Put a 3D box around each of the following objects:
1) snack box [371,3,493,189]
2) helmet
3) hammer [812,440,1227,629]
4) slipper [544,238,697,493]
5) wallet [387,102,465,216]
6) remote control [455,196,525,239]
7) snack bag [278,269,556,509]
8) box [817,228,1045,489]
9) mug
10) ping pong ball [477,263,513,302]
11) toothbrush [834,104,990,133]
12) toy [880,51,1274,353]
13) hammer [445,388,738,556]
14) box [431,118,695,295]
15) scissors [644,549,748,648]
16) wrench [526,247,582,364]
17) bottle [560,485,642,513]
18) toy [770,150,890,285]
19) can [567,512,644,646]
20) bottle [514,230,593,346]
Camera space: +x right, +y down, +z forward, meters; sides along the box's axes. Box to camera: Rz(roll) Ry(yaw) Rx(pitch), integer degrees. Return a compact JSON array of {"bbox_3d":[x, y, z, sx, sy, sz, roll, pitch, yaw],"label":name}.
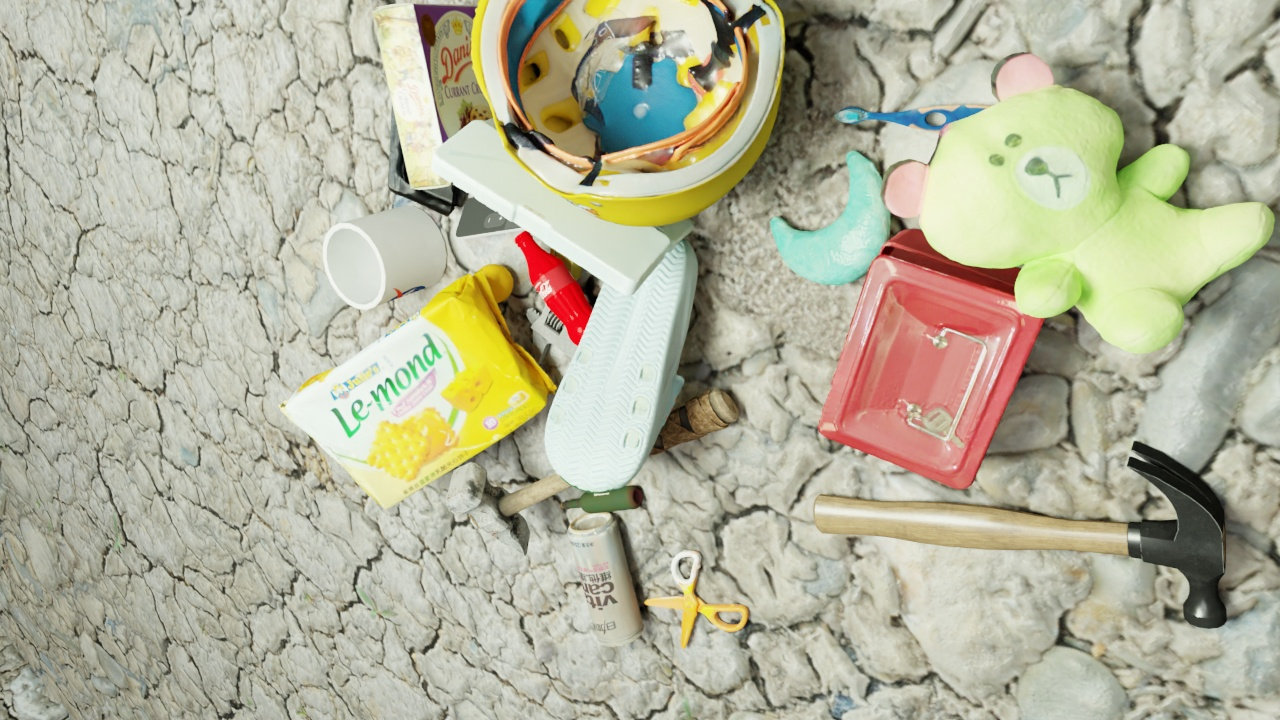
[{"bbox_3d":[-0.167,-0.235,0.808,0.041,0.143,0.148,-3,109,18],"label":"snack box"},{"bbox_3d":[-0.004,-0.205,0.705,0.209,0.139,0.240,-45,70,0],"label":"helmet"},{"bbox_3d":[0.282,0.129,0.728,0.306,0.040,0.132,-1,112,36],"label":"hammer"},{"bbox_3d":[-0.005,0.005,0.824,0.104,0.074,0.245,20,93,30],"label":"slipper"},{"bbox_3d":[-0.212,-0.213,0.926,0.089,0.026,0.115,26,122,23],"label":"wallet"},{"bbox_3d":[-0.128,-0.143,0.880,0.147,0.008,0.045,0,70,44],"label":"remote control"},{"bbox_3d":[-0.219,0.032,0.931,0.247,0.068,0.159,-32,114,7],"label":"snack bag"},{"bbox_3d":[0.218,-0.003,0.686,0.129,0.092,0.158,26,119,21],"label":"box"},{"bbox_3d":[-0.282,-0.112,0.977,0.121,0.089,0.091,9,114,32],"label":"mug"},{"bbox_3d":[-0.149,-0.078,0.932,0.040,0.040,0.040,14,117,30],"label":"ping pong ball"},{"bbox_3d":[0.205,-0.174,0.661,0.135,0.017,0.021,12,118,31],"label":"toothbrush"},{"bbox_3d":[0.274,-0.095,0.590,0.197,0.107,0.150,43,92,18],"label":"toy"},{"bbox_3d":[-0.046,0.105,0.902,0.320,0.048,0.121,-27,126,26],"label":"hammer"},{"bbox_3d":[-0.058,-0.141,0.762,0.197,0.134,0.041,34,136,6],"label":"box"},{"bbox_3d":[0.053,0.246,0.949,0.126,0.011,0.128,-9,102,35],"label":"scissors"},{"bbox_3d":[-0.067,-0.101,0.879,0.084,0.018,0.274,25,122,24],"label":"wrench"},{"bbox_3d":[-0.044,0.148,0.965,0.106,0.025,0.025,-13,102,37],"label":"bottle"},{"bbox_3d":[0.155,-0.103,0.719,0.105,0.033,0.085,-40,71,37],"label":"toy"},{"bbox_3d":[-0.037,0.232,0.977,0.054,0.054,0.136,-3,107,35],"label":"can"},{"bbox_3d":[-0.079,-0.070,0.863,0.036,0.036,0.119,-37,87,39],"label":"bottle"}]
